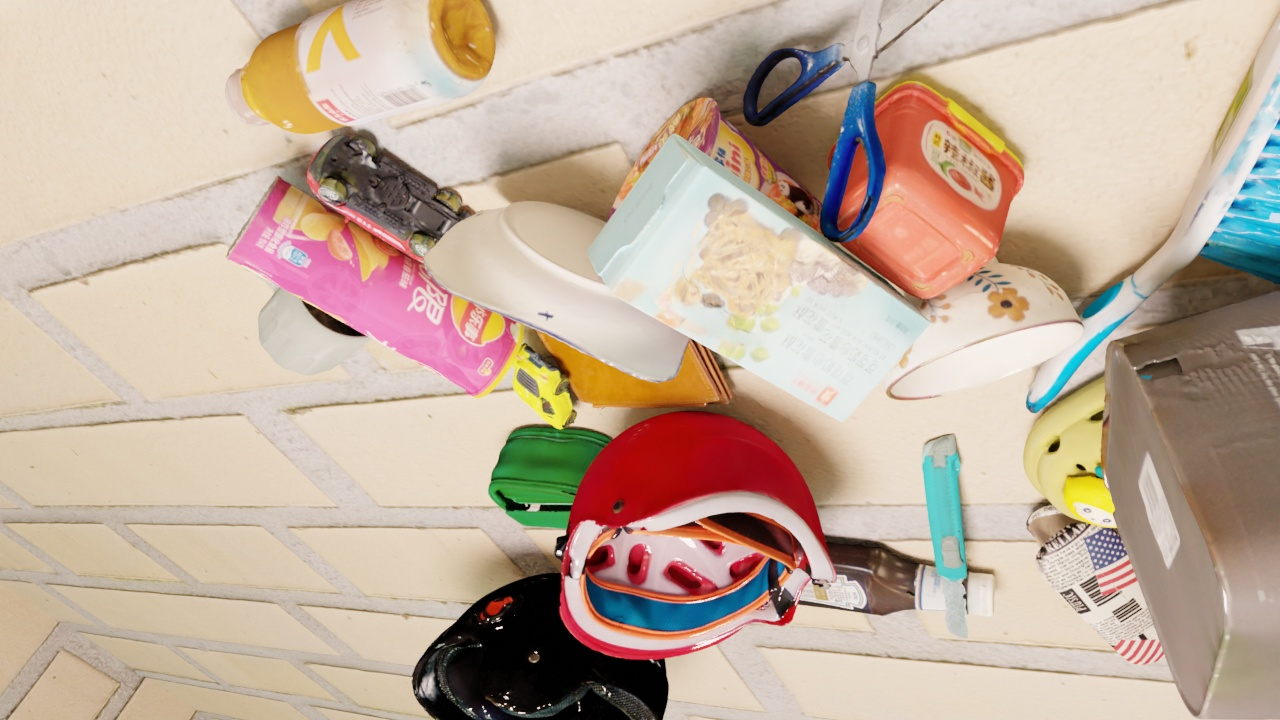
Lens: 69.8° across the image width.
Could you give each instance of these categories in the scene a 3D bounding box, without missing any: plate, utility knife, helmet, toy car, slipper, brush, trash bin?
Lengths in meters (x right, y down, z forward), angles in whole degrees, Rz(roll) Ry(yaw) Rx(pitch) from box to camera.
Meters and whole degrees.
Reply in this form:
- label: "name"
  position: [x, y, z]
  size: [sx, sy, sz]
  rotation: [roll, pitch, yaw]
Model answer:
- label: "plate"
  position: [-0.038, -0.058, 0.571]
  size: [0.163, 0.164, 0.034]
  rotation: [24, 114, -3]
- label: "utility knife"
  position: [0.248, 0.148, 0.733]
  size: [0.029, 0.013, 0.222]
  rotation: [-2, 124, 25]
- label: "helmet"
  position: [0.034, 0.133, 0.743]
  size: [0.206, 0.143, 0.241]
  rotation: [16, 136, -19]
- label: "helmet"
  position: [-0.100, 0.346, 1.003]
  size: [0.275, 0.229, 0.234]
  rotation: [8, 125, 18]
- label: "toy car"
  position: [-0.082, 0.027, 0.756]
  size: [0.048, 0.032, 0.105]
  rotation: [38, 160, 22]
- label: "toy car"
  position: [-0.176, -0.109, 0.649]
  size: [0.120, 0.052, 0.045]
  rotation: [34, 150, -17]
- label: "slipper"
  position: [0.315, 0.053, 0.569]
  size: [0.091, 0.081, 0.191]
  rotation: [28, 139, -2]
- label: "brush"
  position: [0.295, -0.056, 0.478]
  size: [0.109, 0.060, 0.315]
  rotation: [16, 144, 18]
- label: "trash bin"
  position: [0.349, 0.058, 0.415]
  size: [0.220, 0.198, 0.199]
  rotation: [-11, 138, 15]

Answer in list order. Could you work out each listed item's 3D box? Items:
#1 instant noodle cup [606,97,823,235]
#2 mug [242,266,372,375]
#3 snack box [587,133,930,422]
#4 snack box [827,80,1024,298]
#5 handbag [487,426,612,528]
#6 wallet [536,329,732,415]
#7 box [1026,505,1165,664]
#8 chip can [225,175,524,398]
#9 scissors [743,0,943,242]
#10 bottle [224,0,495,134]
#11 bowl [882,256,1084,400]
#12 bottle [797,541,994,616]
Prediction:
- label: "instant noodle cup"
  position: [0.047, -0.080, 0.533]
  size: [0.099, 0.111, 0.112]
  rotation: [27, 143, -21]
- label: "mug"
  position: [-0.268, -0.056, 0.744]
  size: [0.104, 0.083, 0.124]
  rotation: [-28, 102, 46]
- label: "snack box"
  position: [0.064, -0.037, 0.473]
  size: [0.174, 0.051, 0.074]
  rotation: [27, 109, -30]
- label: "snack box"
  position: [0.147, -0.086, 0.490]
  size: [0.091, 0.079, 0.082]
  rotation: [33, 142, -13]
- label: "handbag"
  position: [-0.069, 0.120, 0.860]
  size: [0.131, 0.067, 0.120]
  rotation: [2, 145, 23]
- label: "wallet"
  position: [-0.004, 0.004, 0.708]
  size: [0.131, 0.035, 0.119]
  rotation: [-1, 138, 33]
- label: "box"
  position: [0.358, 0.174, 0.687]
  size: [0.075, 0.081, 0.163]
  rotation: [-28, 116, 39]
- label: "chip can"
  position: [-0.193, -0.050, 0.684]
  size: [0.210, 0.071, 0.072]
  rotation: [32, 142, -26]
- label: "scissors"
  position: [0.102, -0.141, 0.446]
  size: [0.012, 0.176, 0.162]
  rotation: [-4, -170, -30]
- label: "bottle"
  position: [-0.177, -0.178, 0.557]
  size: [0.190, 0.067, 0.068]
  rotation: [-4, 135, 31]
- label: "bowl"
  position: [0.191, -0.024, 0.538]
  size: [0.113, 0.062, 0.113]
  rotation: [-13, 163, -4]
- label: "bottle"
  position: [0.212, 0.198, 0.820]
  size: [0.195, 0.043, 0.080]
  rotation: [1, 137, 24]
